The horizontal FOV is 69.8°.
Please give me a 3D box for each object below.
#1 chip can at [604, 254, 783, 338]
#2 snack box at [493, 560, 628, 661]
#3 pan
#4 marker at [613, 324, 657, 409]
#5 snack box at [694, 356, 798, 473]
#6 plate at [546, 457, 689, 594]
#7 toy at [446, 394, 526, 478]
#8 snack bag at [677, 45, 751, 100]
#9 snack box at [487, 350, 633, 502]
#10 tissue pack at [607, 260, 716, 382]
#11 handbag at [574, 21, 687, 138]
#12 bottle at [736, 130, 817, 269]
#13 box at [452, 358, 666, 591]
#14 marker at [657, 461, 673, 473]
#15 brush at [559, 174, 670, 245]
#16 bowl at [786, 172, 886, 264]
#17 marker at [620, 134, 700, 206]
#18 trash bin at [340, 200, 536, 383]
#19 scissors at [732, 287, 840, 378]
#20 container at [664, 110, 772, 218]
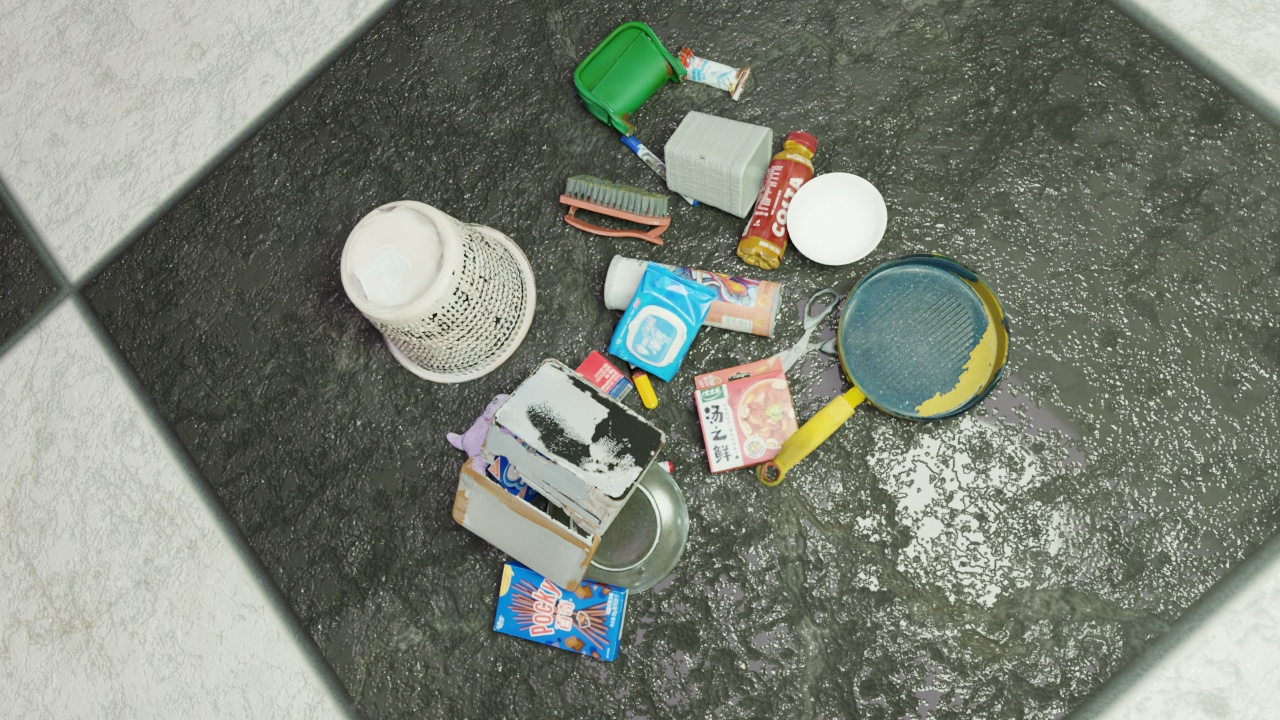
[{"bbox_3d":[0.067,-0.080,1.152,0.215,0.071,0.071,11,80,14],"label":"chip can"},{"bbox_3d":[-0.098,0.303,1.116,0.157,0.026,0.084,10,92,14],"label":"snack box"},{"bbox_3d":[0.268,0.023,1.057,0.357,0.078,0.197,-40,82,-4],"label":"pan"},{"bbox_3d":[-0.007,0.007,1.179,0.018,0.015,0.123,-25,71,4],"label":"marker"},{"bbox_3d":[0.129,0.064,1.115,0.113,0.044,0.127,-15,78,11],"label":"snack box"},{"bbox_3d":[-0.030,0.199,1.123,0.179,0.024,0.179,-1,84,10],"label":"plate"},{"bbox_3d":[-0.193,0.089,1.187,0.108,0.039,0.084,-48,64,0],"label":"toy"},{"bbox_3d":[0.095,-0.389,1.240,0.104,0.026,0.048,26,98,18],"label":"snack bag"},{"bbox_3d":[-0.100,0.086,1.158,0.058,0.057,0.207,41,89,20],"label":"snack box"},{"bbox_3d":[0.024,-0.044,1.115,0.095,0.158,0.052,27,41,0],"label":"tissue pack"},{"bbox_3d":[-0.015,-0.376,1.235,0.131,0.068,0.120,-43,69,1],"label":"handbag"},{"bbox_3d":[0.177,-0.205,1.163,0.057,0.057,0.174,19,82,16],"label":"bottle"},{"bbox_3d":[-0.099,0.143,1.077,0.183,0.193,0.156,34,45,7],"label":"box"},{"bbox_3d":[-0.030,0.147,1.149,0.145,0.017,0.017,-13,75,9],"label":"marker"},{"bbox_3d":[-0.030,-0.197,1.210,0.146,0.063,0.069,16,112,14],"label":"brush"},{"bbox_3d":[0.242,-0.165,1.136,0.118,0.065,0.118,-3,76,11],"label":"bowl"},{"bbox_3d":[0.027,-0.257,1.230,0.017,0.017,0.146,-44,73,0],"label":"marker"},{"bbox_3d":[-0.269,-0.099,1.168,0.228,0.192,0.227,-3,77,12],"label":"trash bin"},{"bbox_3d":[0.202,-0.017,1.138,0.170,0.014,0.159,9,79,15],"label":"scissors"},{"bbox_3d":[0.097,-0.253,1.169,0.114,0.090,0.090,22,60,19],"label":"container"}]
